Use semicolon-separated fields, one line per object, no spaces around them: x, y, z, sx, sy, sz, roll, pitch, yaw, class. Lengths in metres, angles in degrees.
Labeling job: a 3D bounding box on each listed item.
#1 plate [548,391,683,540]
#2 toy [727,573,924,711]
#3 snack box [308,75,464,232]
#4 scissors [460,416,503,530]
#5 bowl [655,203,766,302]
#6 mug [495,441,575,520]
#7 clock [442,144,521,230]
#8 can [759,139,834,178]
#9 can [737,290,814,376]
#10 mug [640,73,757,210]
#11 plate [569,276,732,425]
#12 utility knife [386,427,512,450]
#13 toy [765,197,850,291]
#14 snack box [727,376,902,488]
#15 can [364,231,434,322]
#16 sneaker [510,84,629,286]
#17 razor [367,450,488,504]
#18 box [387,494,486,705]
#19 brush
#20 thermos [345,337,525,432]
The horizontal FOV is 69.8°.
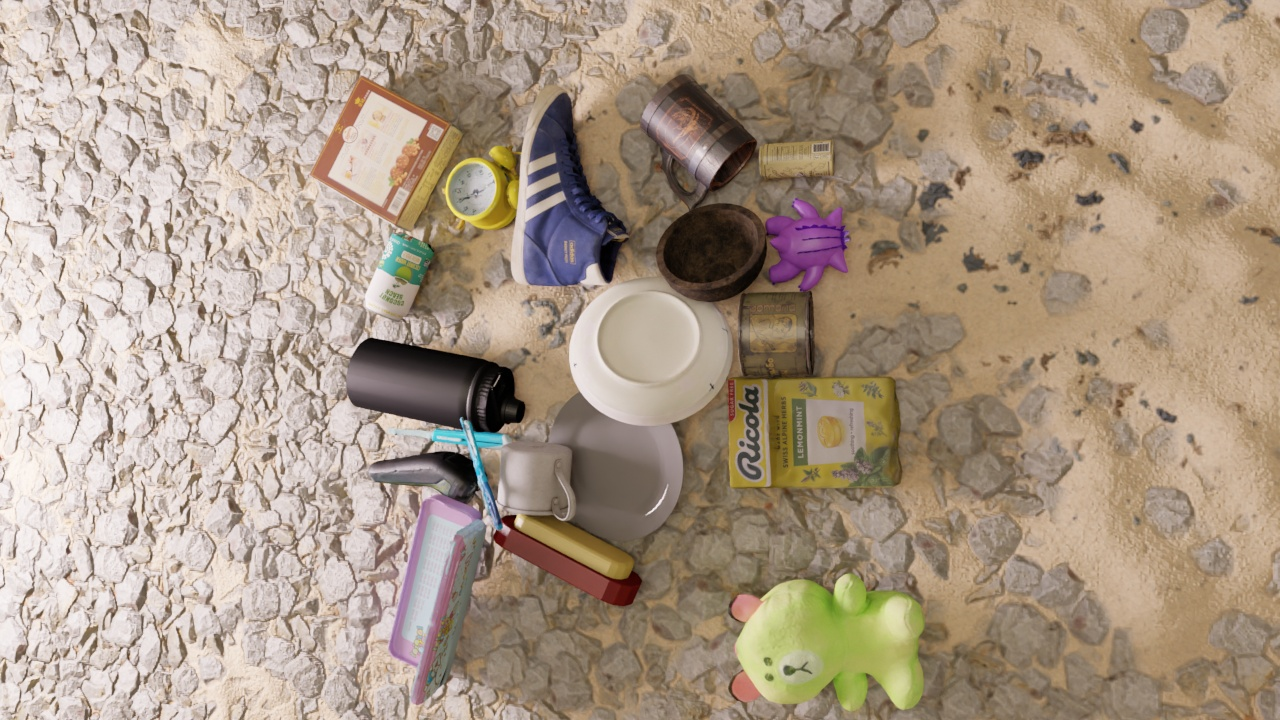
-0.029;0.114;1.035;0.179;0.012;0.178;3;95;30;plate
0.191;0.285;0.942;0.197;0.107;0.150;2;110;24;toy
-0.316;-0.256;1.139;0.147;0.041;0.143;30;94;15;snack box
-0.173;0.126;1.005;0.013;0.118;0.140;-15;117;-16;scissors
0.083;-0.109;1.008;0.121;0.056;0.121;-10;53;14;bowl
-0.108;0.134;1.022;0.113;0.084;0.070;9;96;46;mug
-0.175;-0.205;1.089;0.119;0.057;0.083;-25;80;18;clock
0.172;-0.221;1.008;0.079;0.038;0.038;0;86;15;can
0.147;-0.028;0.975;0.075;0.089;0.090;-1;86;14;can
0.056;-0.239;1.028;0.107;0.079;0.116;46;126;12;mug
0.010;-0.019;1.006;0.182;0.034;0.182;-2;66;5;plate
-0.232;0.093;1.108;0.167;0.015;0.022;2;116;17;utility knife
0.180;-0.126;0.990;0.088;0.056;0.106;-5;84;10;toy
0.185;0.077;0.981;0.181;0.045;0.121;-1;86;15;snack box
-0.294;-0.102;1.115;0.055;0.055;0.101;25;93;15;can
-0.067;-0.194;1.042;0.118;0.091;0.233;10;90;20;sneaker
-0.257;0.141;1.095;0.152;0.053;0.067;-2;98;20;razor
-0.244;0.269;1.038;0.090;0.091;0.214;19;103;15;box
-0.078;0.213;1.022;0.173;0.082;0.042;24;92;15;brush
-0.234;0.032;1.074;0.199;0.086;0.086;10;89;15;thermos
